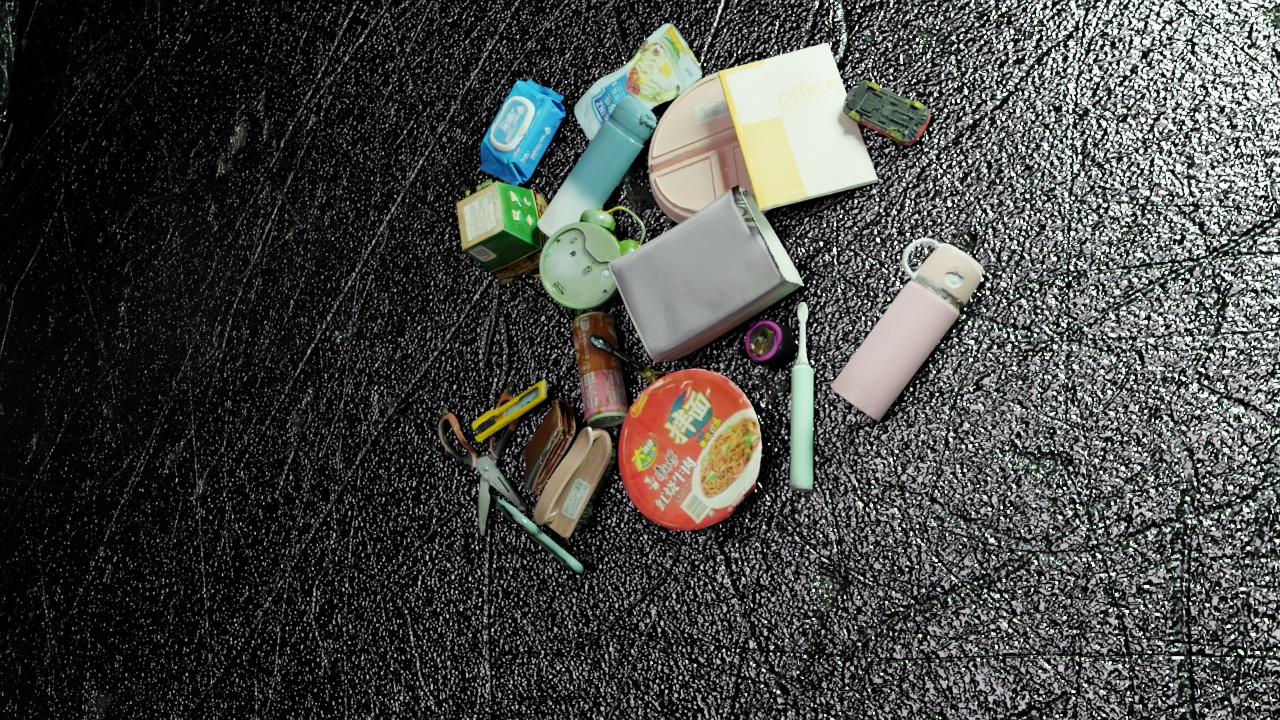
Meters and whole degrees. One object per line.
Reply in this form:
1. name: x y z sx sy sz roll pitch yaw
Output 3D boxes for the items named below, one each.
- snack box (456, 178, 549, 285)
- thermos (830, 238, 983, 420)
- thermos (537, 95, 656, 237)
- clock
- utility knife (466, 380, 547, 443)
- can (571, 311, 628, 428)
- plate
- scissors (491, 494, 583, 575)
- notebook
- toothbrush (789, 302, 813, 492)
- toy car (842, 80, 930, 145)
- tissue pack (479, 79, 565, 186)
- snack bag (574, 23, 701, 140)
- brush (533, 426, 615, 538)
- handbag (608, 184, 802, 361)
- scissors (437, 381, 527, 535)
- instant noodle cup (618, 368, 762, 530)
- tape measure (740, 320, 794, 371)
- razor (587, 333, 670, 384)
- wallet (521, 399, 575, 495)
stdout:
1. snack box: -0.200 -0.189 1.326 0.118 0.105 0.117 -22 68 27
2. thermos: 0.283 -0.037 0.998 0.087 0.067 0.199 34 100 2
3. thermos: -0.059 -0.260 1.268 0.070 0.070 0.221 46 108 32
4. clock: -0.062 -0.137 1.236 0.161 0.056 0.116 -44 83 9
5. utility knife: -0.189 0.072 1.290 0.155 0.015 0.033 -33 66 22
6. can: -0.054 0.012 1.213 0.058 0.058 0.147 -20 68 27
7. plate: 0.107 -0.278 1.189 0.230 0.028 0.229 -10 70 28
8. scissors: -0.134 0.226 1.188 0.019 0.178 0.173 -51 11 -13
9. notebook: 0.189 -0.288 1.124 0.146 0.010 0.206 -14 69 3
10. toothbrush: 0.188 0.041 1.071 0.026 0.027 0.224 -2 78 18
11. toy car: 0.289 -0.293 1.083 0.106 0.031 0.049 36 98 30
12. tissue pack: -0.182 -0.344 1.383 0.095 0.052 0.157 35 98 34
13. snack bag: -0.008 -0.379 1.292 0.191 0.038 0.110 -35 74 22
14. brush: -0.083 0.153 1.190 0.063 0.073 0.145 31 94 35
15. handbag: 0.077 -0.104 1.128 0.197 0.098 0.145 -30 81 22
16. scissors: -0.227 0.138 1.318 0.189 0.015 0.222 2 79 33
17. instant noodle cup: 0.069 0.111 1.107 0.194 0.065 0.193 -9 73 31
18. tape measure: 0.153 -0.020 1.099 0.057 0.039 0.058 33 97 34
19. razor: -0.007 0.007 1.181 0.143 0.022 0.042 32 88 6
20. wallet: -0.125 0.112 1.214 0.101 0.032 0.124 -58 15 11
